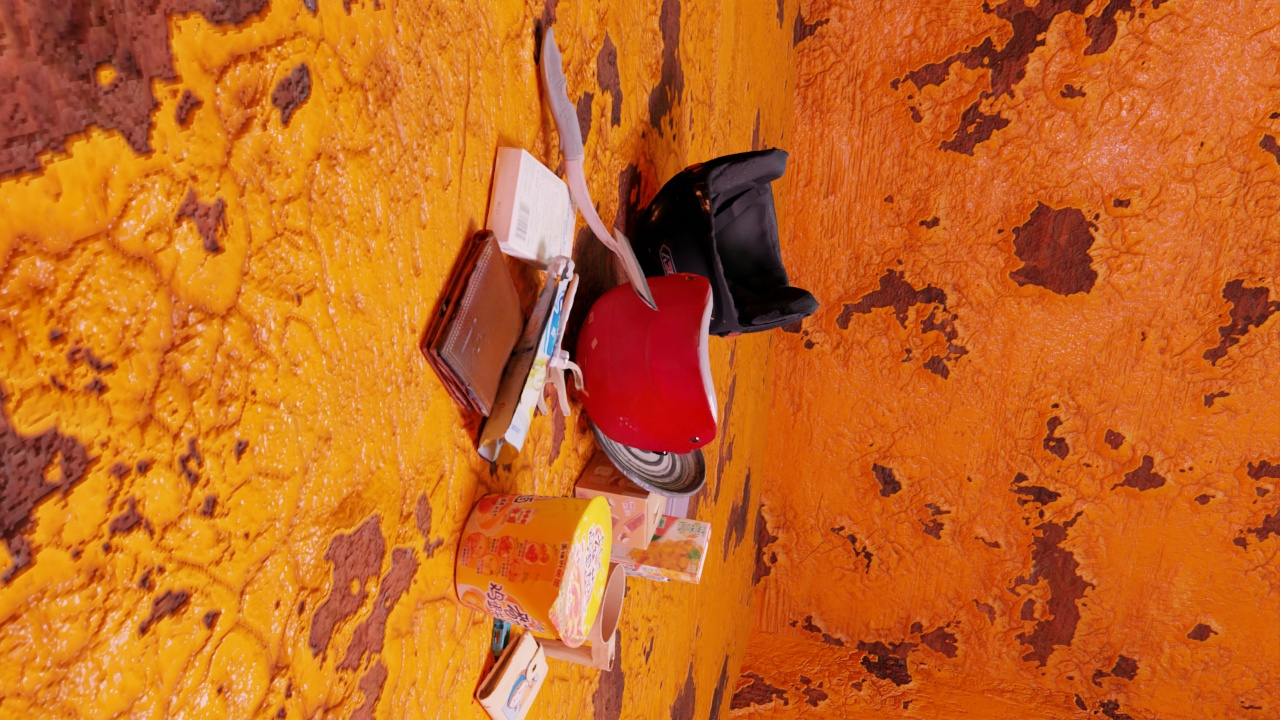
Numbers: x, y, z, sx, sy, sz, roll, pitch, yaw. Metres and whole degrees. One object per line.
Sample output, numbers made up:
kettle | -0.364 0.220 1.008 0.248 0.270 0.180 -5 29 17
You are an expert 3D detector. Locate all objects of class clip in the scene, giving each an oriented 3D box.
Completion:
clip | -0.139 0.267 0.923 0.043 0.014 0.056 -11 110 -74
clip | -0.091 0.017 0.938 0.103 0.035 0.092 66 33 -57

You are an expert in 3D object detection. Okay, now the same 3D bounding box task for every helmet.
helmet | 0.103 -0.146 1.220 0.274 0.231 0.233 -25 103 -59
helmet | -0.006 0.006 1.047 0.240 0.144 0.207 148 -59 -76

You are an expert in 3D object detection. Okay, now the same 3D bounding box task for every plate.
plate | 0.005 0.103 1.143 0.024 0.179 0.179 -50 -178 28

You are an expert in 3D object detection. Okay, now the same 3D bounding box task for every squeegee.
squeegee | -0.055 -0.189 0.875 0.247 0.040 0.250 -106 176 -67

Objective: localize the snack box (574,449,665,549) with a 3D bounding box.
snack box | -0.024 0.174 1.156 0.092 0.094 0.077 -57 151 -60

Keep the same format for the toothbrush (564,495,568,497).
toothbrush | -0.075 0.227 1.136 0.189 0.014 0.017 78 15 -46

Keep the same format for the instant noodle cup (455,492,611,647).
instant noodle cup | -0.098 0.183 0.843 0.138 0.110 0.138 9 89 -76

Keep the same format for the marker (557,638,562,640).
marker | -0.094 0.305 1.105 0.022 0.020 0.132 -91 179 -55

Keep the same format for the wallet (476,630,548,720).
wallet | -0.129 0.332 0.950 0.087 0.024 0.115 -52 151 -29

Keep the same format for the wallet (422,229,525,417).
wallet | -0.133 -0.030 0.756 0.101 0.032 0.124 72 29 -55

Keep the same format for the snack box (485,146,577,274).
snack box | -0.097 -0.133 0.846 0.156 0.027 0.084 18 79 -76

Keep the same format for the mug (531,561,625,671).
mug | -0.078 0.266 0.976 0.084 0.104 0.125 -48 144 -65

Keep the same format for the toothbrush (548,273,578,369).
toothbrush | -0.073 -0.044 0.933 0.179 0.016 0.016 -86 -160 -57

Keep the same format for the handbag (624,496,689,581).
handbag | 0.021 0.217 1.348 0.145 0.098 0.197 38 59 -72

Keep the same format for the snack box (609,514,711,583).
snack box | 0.007 0.235 1.185 0.027 0.156 0.076 79 23 -50

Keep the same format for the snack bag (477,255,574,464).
snack bag | -0.100 -0.003 0.836 0.110 0.039 0.190 112 -6 -67
